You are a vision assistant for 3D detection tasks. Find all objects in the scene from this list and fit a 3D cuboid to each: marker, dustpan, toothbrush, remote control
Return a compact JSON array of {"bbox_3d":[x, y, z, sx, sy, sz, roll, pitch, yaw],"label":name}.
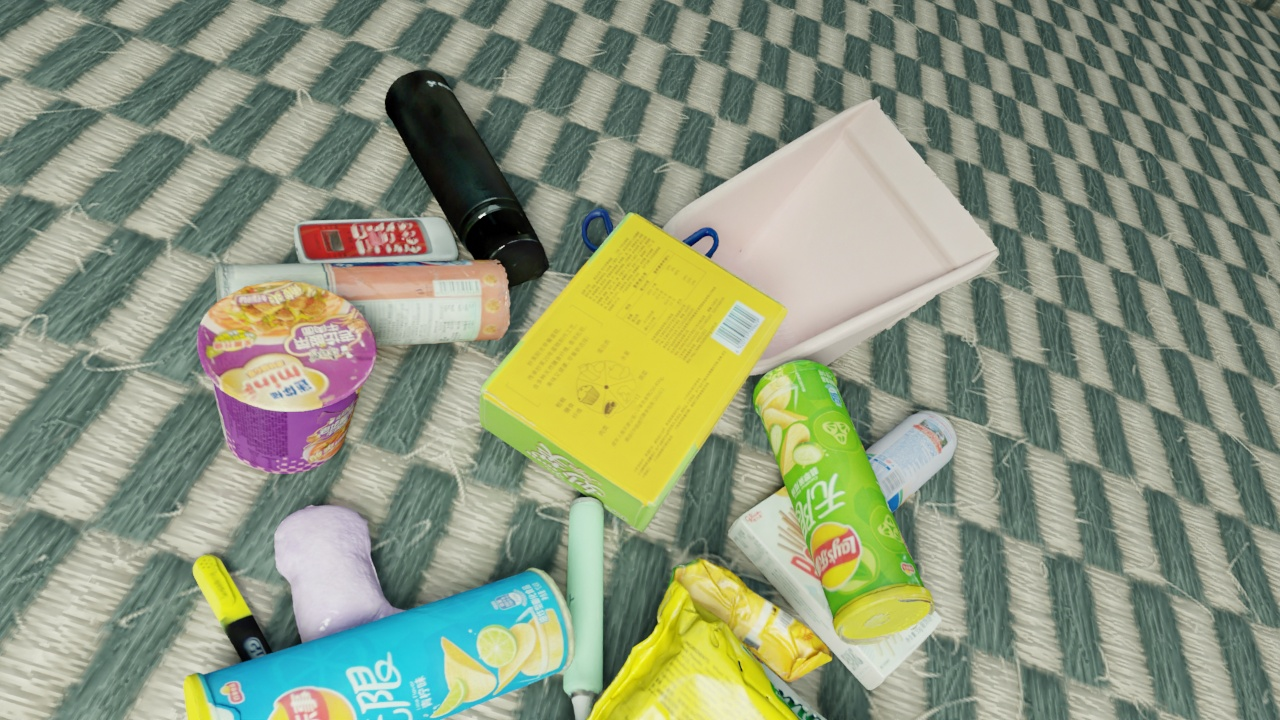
[{"bbox_3d":[-0.239,0.169,0.557,0.018,0.015,0.124,-26,65,-34],"label":"marker"},{"bbox_3d":[0.139,-0.102,0.831,0.138,0.274,0.222,15,37,-45],"label":"dustpan"},{"bbox_3d":[-0.038,0.190,0.614,0.026,0.027,0.224,34,37,-33],"label":"toothbrush"},{"bbox_3d":[-0.230,-0.102,0.803,0.135,0.020,0.055,-6,52,-27],"label":"remote control"}]

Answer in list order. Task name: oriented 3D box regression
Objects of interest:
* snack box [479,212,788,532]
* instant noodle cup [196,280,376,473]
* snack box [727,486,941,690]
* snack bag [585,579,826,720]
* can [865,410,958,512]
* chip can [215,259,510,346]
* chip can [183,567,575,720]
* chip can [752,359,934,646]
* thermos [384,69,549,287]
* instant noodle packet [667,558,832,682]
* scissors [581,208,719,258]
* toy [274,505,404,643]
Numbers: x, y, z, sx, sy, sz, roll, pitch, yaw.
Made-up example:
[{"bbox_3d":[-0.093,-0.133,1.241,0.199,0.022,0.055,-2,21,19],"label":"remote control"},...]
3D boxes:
[{"bbox_3d":[-0.004,0.004,0.724,0.158,0.070,0.209,33,63,8],"label":"snack box"},{"bbox_3d":[-0.242,0.018,0.633,0.111,0.099,0.111,11,47,-12],"label":"instant noodle cup"},{"bbox_3d":[0.150,0.167,0.713,0.084,0.027,0.157,-26,64,-38],"label":"snack box"},{"bbox_3d":[0.059,0.262,0.500,0.246,0.068,0.158,42,78,5],"label":"snack bag"},{"bbox_3d":[0.220,0.092,0.791,0.134,0.053,0.053,-28,65,-39],"label":"can"},{"bbox_3d":[-0.214,-0.043,0.720,0.214,0.071,0.071,-4,52,-26],"label":"chip can"},{"bbox_3d":[-0.145,0.183,0.534,0.209,0.071,0.071,-11,55,-34],"label":"chip can"},{"bbox_3d":[0.148,0.099,0.703,0.072,0.073,0.221,2,49,-21],"label":"chip can"},{"bbox_3d":[-0.162,-0.170,0.869,0.090,0.068,0.242,22,31,-58],"label":"thermos"},{"bbox_3d":[0.066,0.172,0.609,0.111,0.128,0.044,31,78,9],"label":"instant noodle packet"},{"bbox_3d":[-0.009,-0.084,0.844,0.172,0.012,0.162,-34,59,-14],"label":"scissors"},{"bbox_3d":[-0.194,0.137,0.588,0.083,0.039,0.108,-12,53,-30],"label":"toy"}]
